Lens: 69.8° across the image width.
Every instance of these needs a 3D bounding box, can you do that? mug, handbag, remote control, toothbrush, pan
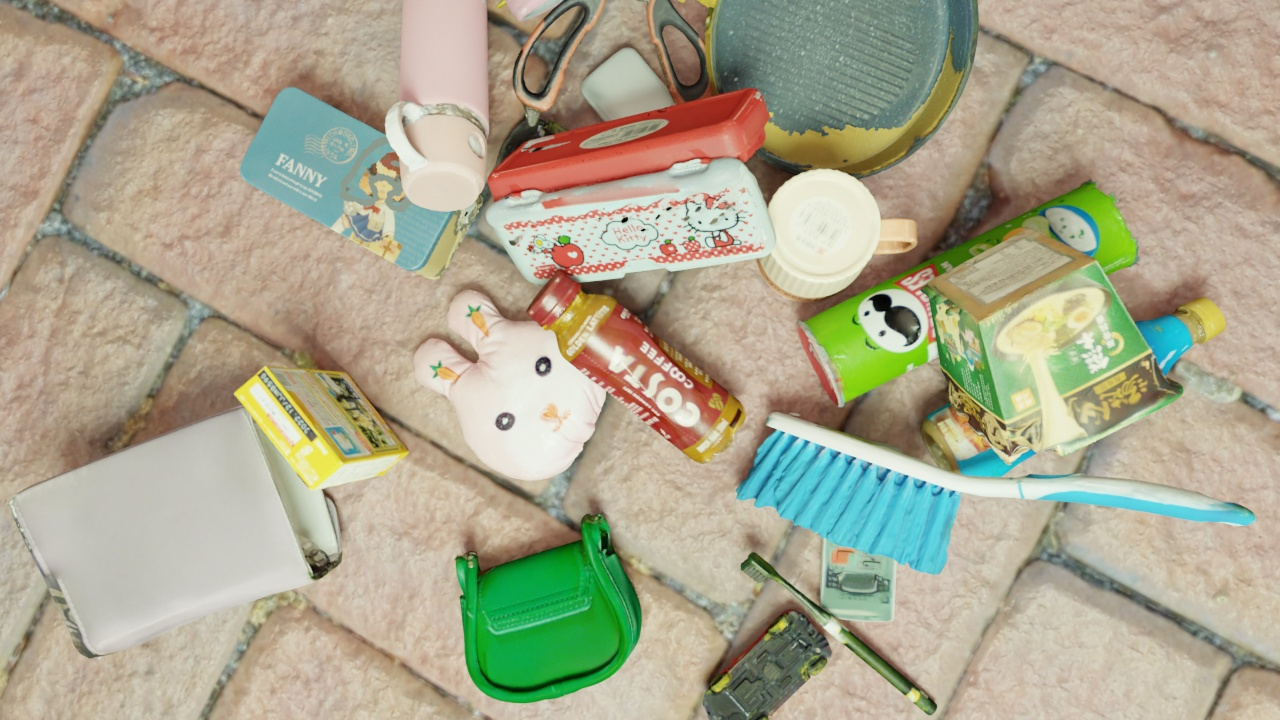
[{"bbox_3d":[0.142,-0.088,0.663,0.114,0.106,0.081,0,88,6],"label":"mug"},{"bbox_3d":[-0.347,0.128,0.707,0.197,0.098,0.145,-20,84,3],"label":"handbag"},{"bbox_3d":[-0.070,0.188,0.693,0.131,0.068,0.120,-19,85,4],"label":"handbag"},{"bbox_3d":[0.012,-0.181,0.722,0.056,0.020,0.136,-39,84,2],"label":"remote control"},{"bbox_3d":[0.166,0.128,0.696,0.056,0.019,0.135,4,88,6],"label":"remote control"},{"bbox_3d":[0.148,0.206,0.684,0.186,0.012,0.017,40,119,-5],"label":"toothbrush"},{"bbox_3d":[0.071,-0.243,0.623,0.357,0.078,0.198,14,107,-15],"label":"pan"}]

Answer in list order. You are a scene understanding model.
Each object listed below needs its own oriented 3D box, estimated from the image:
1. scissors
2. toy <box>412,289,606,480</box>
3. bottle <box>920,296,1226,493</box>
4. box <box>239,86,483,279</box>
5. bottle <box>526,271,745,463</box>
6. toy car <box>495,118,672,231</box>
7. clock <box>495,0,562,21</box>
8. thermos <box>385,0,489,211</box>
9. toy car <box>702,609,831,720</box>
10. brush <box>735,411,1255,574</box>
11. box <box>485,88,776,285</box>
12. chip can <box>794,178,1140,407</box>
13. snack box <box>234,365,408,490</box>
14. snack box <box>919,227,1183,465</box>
[{"bbox_3d":[-0.012,-0.258,0.651,0.189,0.015,0.223,-19,119,-2],"label":"scissors"},{"bbox_3d":[-0.104,0.017,0.713,0.159,0.054,0.121,33,91,14],"label":"toy"},{"bbox_3d":[0.314,0.020,0.663,0.219,0.065,0.065,-28,85,3],"label":"bottle"},{"bbox_3d":[-0.223,-0.141,0.724,0.184,0.061,0.090,26,90,4],"label":"box"},{"bbox_3d":[-0.004,0.004,0.673,0.175,0.057,0.057,39,92,-13],"label":"bottle"},{"bbox_3d":[-0.042,-0.135,0.713,0.158,0.042,0.070,31,95,17],"label":"toy car"},{"bbox_3d":[-0.044,-0.313,0.686,0.158,0.117,0.060,-29,106,3],"label":"clock"},{"bbox_3d":[-0.151,-0.208,0.673,0.067,0.087,0.198,-17,61,24],"label":"thermos"},{"bbox_3d":[0.093,0.237,0.692,0.106,0.031,0.049,-44,84,-4],"label":"toy car"},{"bbox_3d":[0.212,0.095,0.612,0.315,0.060,0.109,19,91,34],"label":"brush"},{"bbox_3d":[-0.004,-0.111,0.642,0.202,0.095,0.102,-5,123,28],"label":"box"},{"bbox_3d":[0.234,-0.047,0.670,0.236,0.072,0.072,-26,86,4],"label":"chip can"},{"bbox_3d":[-0.229,0.048,0.677,0.034,0.140,0.087,-40,86,4],"label":"snack box"},{"bbox_3d":[0.253,-0.017,0.589,0.117,0.118,0.105,-28,115,4],"label":"snack box"}]
